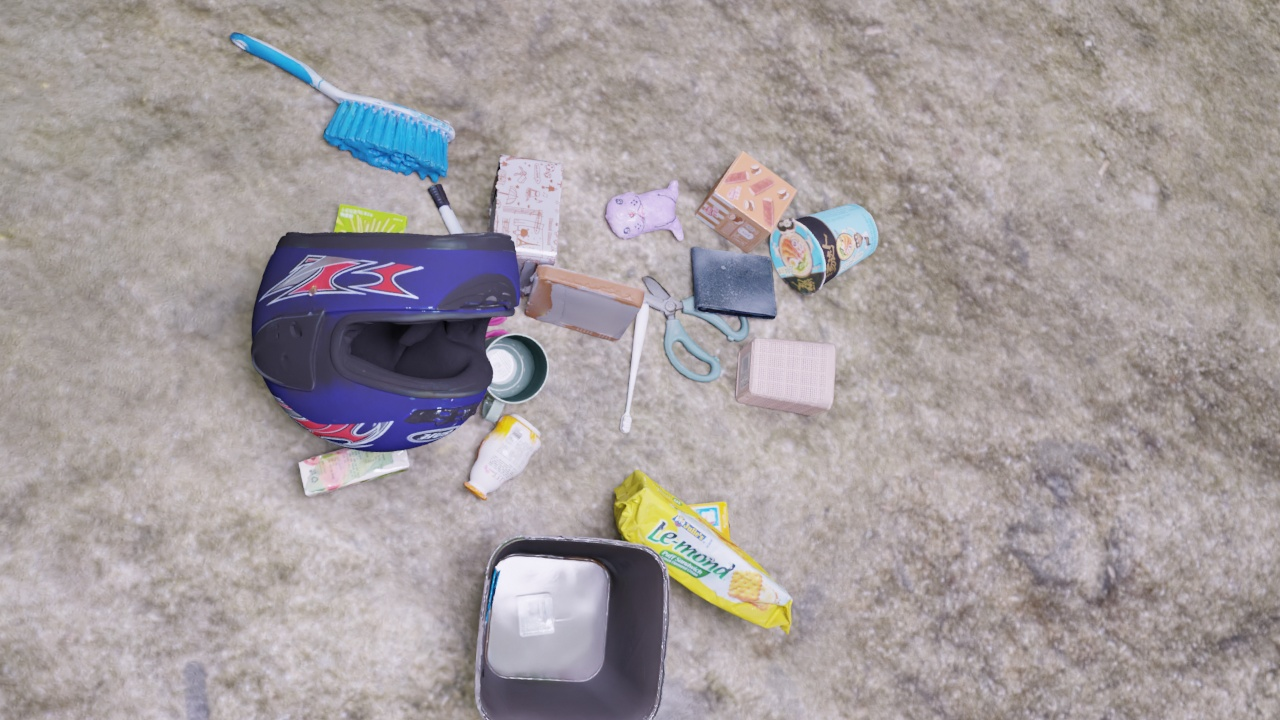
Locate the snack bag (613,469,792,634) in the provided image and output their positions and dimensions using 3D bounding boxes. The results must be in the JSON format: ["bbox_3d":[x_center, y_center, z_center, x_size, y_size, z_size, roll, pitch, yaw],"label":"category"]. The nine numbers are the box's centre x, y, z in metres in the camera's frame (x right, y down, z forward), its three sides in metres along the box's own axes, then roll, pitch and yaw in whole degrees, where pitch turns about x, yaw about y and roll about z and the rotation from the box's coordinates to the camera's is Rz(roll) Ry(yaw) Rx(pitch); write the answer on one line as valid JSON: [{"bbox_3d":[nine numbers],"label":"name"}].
[{"bbox_3d":[0.066,0.227,1.093,0.246,0.158,0.068,37,89,-4],"label":"snack bag"}]

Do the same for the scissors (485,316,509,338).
[{"bbox_3d":[-0.232,-0.026,1.177,0.137,0.017,0.072,-18,93,-11],"label":"scissors"}]

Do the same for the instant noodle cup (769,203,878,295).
[{"bbox_3d":[0.261,-0.164,1.272,0.120,0.111,0.111,-25,86,-24],"label":"instant noodle cup"}]

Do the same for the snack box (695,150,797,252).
[{"bbox_3d":[0.143,-0.216,1.256,0.094,0.093,0.077,34,74,-5],"label":"snack box"}]

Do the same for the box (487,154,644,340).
[{"bbox_3d":[-0.098,-0.144,1.143,0.217,0.181,0.157,15,75,-8],"label":"box"}]

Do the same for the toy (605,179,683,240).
[{"bbox_3d":[0.005,-0.198,1.250,0.108,0.039,0.084,-10,93,-16],"label":"toy"}]

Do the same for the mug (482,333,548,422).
[{"bbox_3d":[-0.169,0.022,1.129,0.082,0.106,0.111,22,83,-18],"label":"mug"}]

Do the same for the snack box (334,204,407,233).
[{"bbox_3d":[-0.350,-0.114,1.158,0.085,0.026,0.156,10,78,-10],"label":"snack box"}]

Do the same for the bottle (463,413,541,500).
[{"bbox_3d":[-0.173,0.120,1.135,0.063,0.063,0.108,38,73,-4],"label":"bottle"}]

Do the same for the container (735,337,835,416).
[{"bbox_3d":[0.191,0.020,1.228,0.111,0.090,0.089,7,78,-9],"label":"container"}]

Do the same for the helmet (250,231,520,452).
[{"bbox_3d":[-0.270,-0.019,0.998,0.246,0.316,0.240,-11,102,-54],"label":"helmet"}]

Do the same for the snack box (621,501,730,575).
[{"bbox_3d":[0.046,0.231,1.182,0.140,0.034,0.087,-3,80,-15],"label":"snack box"}]

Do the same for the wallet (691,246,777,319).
[{"bbox_3d":[0.129,-0.107,1.262,0.120,0.019,0.097,6,65,-16],"label":"wallet"}]

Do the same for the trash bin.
[{"bbox_3d":[-0.092,0.300,1.040,0.198,0.220,0.199,7,78,-13],"label":"trash bin"}]

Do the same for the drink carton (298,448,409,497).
[{"bbox_3d":[-0.342,0.126,1.101,0.122,0.054,0.045,-15,83,-16],"label":"drink carton"}]

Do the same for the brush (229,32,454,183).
[{"bbox_3d":[-0.388,-0.327,1.180,0.314,0.061,0.109,17,71,-7],"label":"brush"}]

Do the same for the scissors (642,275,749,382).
[{"bbox_3d":[0.073,-0.064,1.252,0.161,0.019,0.179,-37,88,-16],"label":"scissors"}]

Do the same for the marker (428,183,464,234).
[{"bbox_3d":[-0.241,-0.171,1.197,0.018,0.023,0.130,-24,84,-45],"label":"marker"}]

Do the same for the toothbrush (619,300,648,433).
[{"bbox_3d":[-0.007,0.007,1.213,0.016,0.016,0.180,10,81,-10],"label":"toothbrush"}]
